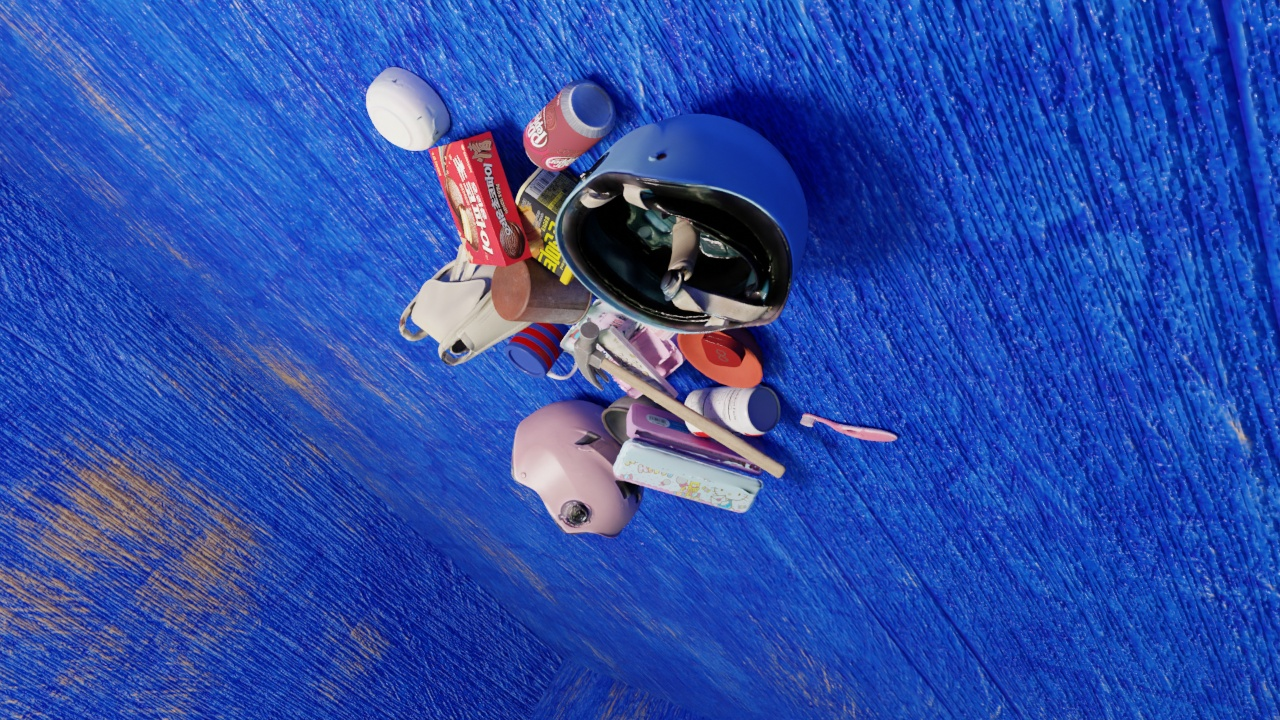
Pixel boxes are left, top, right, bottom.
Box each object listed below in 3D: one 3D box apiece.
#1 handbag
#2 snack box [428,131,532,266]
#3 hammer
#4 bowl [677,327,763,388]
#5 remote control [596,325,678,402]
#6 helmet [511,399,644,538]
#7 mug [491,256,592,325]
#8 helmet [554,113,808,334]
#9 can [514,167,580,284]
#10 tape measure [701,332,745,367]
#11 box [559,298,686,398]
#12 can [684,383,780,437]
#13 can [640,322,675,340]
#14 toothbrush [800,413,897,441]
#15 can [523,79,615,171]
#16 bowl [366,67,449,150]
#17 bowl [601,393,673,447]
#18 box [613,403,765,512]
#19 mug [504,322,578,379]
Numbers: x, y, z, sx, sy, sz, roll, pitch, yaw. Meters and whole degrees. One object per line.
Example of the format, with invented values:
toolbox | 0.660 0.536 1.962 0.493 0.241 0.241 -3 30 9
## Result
handbag | -0.261 -0.094 1.324 0.132 0.183 0.229 52 165 -28
snack box | -0.198 -0.195 1.126 0.133 0.035 0.152 14 125 60
hammer | 0.052 0.062 1.244 0.331 0.030 0.120 30 152 7
bowl | 0.109 -0.017 1.181 0.122 0.035 0.122 26 152 15
remote control | -0.008 0.007 1.259 0.136 0.011 0.050 46 151 -17
helmet | -0.083 0.170 1.540 0.153 0.229 0.255 -40 96 18
mug | -0.136 -0.107 1.214 0.096 0.110 0.123 -39 63 33
helmet | 0.047 -0.134 0.903 0.266 0.166 0.225 -15 128 46
can | -0.100 -0.169 1.122 0.101 0.072 0.131 37 153 -1
tape measure | 0.105 -0.011 1.131 0.051 0.019 0.059 18 156 24
box | -0.022 -0.023 1.304 0.155 0.058 0.202 39 153 -6
can | 0.124 0.070 1.269 0.070 0.070 0.132 47 151 -24
can | 0.022 -0.072 1.151 0.076 0.067 0.067 38 153 -7
toothbrush | 0.270 0.089 1.198 0.135 0.016 0.021 12 146 38
can | -0.077 -0.247 0.974 0.063 0.063 0.114 42 152 -16
bowl | -0.293 -0.304 1.133 0.105 0.054 0.105 25 151 15
bowl | 0.018 0.097 1.435 0.145 0.067 0.145 26 153 15
box | 0.071 0.147 1.337 0.214 0.089 0.093 17 116 -10
mug | -0.146 -0.012 1.425 0.112 0.076 0.075 44 152 -19
